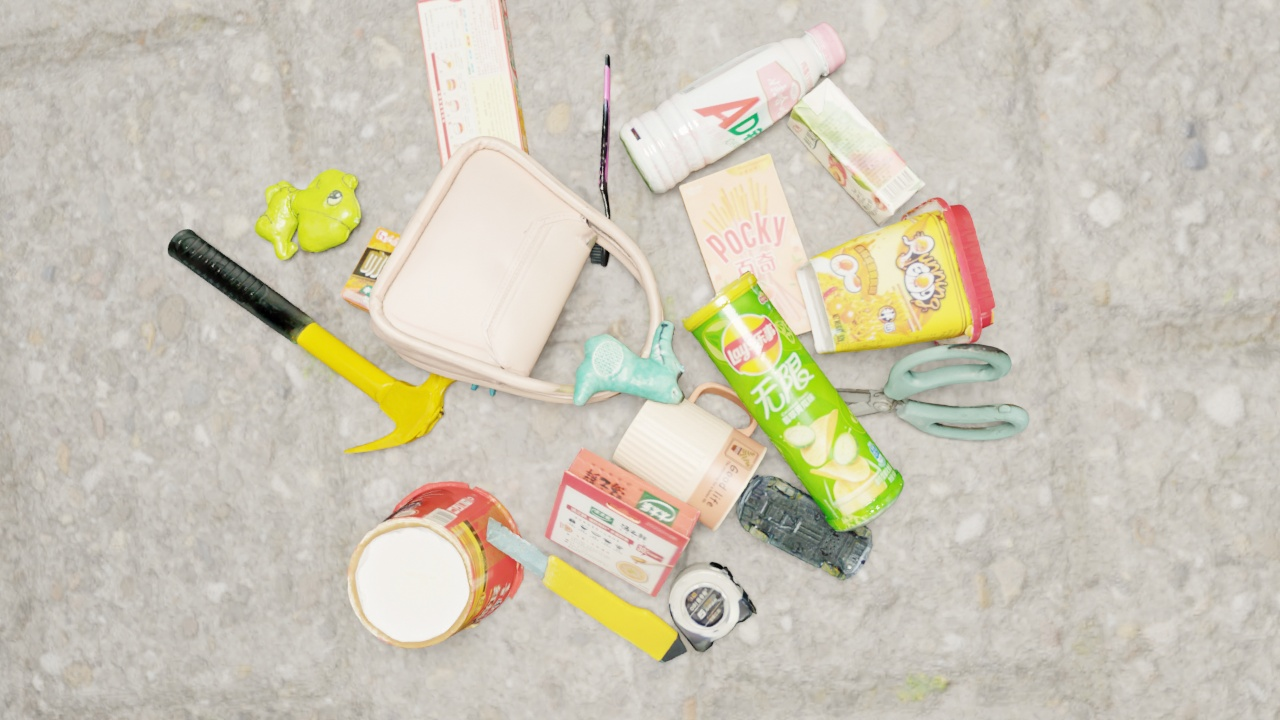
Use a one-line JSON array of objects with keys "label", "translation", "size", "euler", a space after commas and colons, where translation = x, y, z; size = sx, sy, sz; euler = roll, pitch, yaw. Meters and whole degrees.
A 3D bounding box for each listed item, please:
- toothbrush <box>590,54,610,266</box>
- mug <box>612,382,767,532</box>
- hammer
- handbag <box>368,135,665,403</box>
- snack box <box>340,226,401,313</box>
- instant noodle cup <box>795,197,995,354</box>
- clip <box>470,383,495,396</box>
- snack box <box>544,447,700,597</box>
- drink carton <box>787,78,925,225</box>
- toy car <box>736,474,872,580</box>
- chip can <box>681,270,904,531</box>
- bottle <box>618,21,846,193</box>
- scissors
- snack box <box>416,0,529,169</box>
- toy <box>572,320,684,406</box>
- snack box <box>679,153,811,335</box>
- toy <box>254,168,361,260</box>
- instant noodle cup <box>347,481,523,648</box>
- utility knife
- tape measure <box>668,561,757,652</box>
[{"label": "toothbrush", "translation": [-0.034, -0.178, 0.819], "size": [0.018, 0.014, 0.189], "euler": [1, 91, 17]}, {"label": "mug", "translation": [0.049, 0.070, 0.784], "size": [0.106, 0.082, 0.114], "euler": [33, 68, 7]}, {"label": "hammer", "translation": [-0.311, -0.025, 0.847], "size": [0.301, 0.033, 0.129], "euler": [35, 94, 5]}, {"label": "handbag", "translation": [-0.089, -0.057, 0.774], "size": [0.234, 0.093, 0.193], "euler": [26, 80, -3]}, {"label": "snack box", "translation": [-0.183, -0.056, 0.824], "size": [0.154, 0.026, 0.075], "euler": [24, 79, 7]}, {"label": "instant noodle cup", "translation": [0.198, -0.058, 0.734], "size": [0.123, 0.116, 0.116], "euler": [-15, 89, 0]}, {"label": "clip", "translation": [-0.136, 0.004, 0.834], "size": [0.047, 0.014, 0.057], "euler": [19, 90, 4]}, {"label": "snack box", "translation": [-0.015, 0.132, 0.766], "size": [0.113, 0.127, 0.044], "euler": [28, 53, 6]}, {"label": "drink carton", "translation": [0.181, -0.176, 0.771], "size": [0.045, 0.053, 0.122], "euler": [-41, 86, 2]}, {"label": "toy car", "translation": [0.141, 0.143, 0.791], "size": [0.120, 0.037, 0.054], "euler": [28, 93, -4]}, {"label": "chip can", "translation": [0.126, 0.035, 0.747], "size": [0.072, 0.072, 0.221], "euler": [-36, 89, 6]}, {"label": "bottle", "translation": [0.079, -0.219, 0.778], "size": [0.197, 0.068, 0.068], "euler": [-31, 87, 4]}, {"label": "scissors", "translation": [0.225, 0.022, 0.737], "size": [0.177, 0.171, 0.019], "euler": [7, 59, 13]}, {"label": "snack box", "translation": [-0.150, -0.250, 0.825], "size": [0.077, 0.027, 0.155], "euler": [-9, 90, 7]}, {"label": "toy", "translation": [-0.004, 0.004, 0.749], "size": [0.092, 0.030, 0.096], "euler": [17, 64, -8]}, {"label": "snack box", "translation": [0.098, -0.091, 0.796], "size": [0.084, 0.026, 0.157], "euler": [-19, 89, 7]}, {"label": "toy", "translation": [-0.303, -0.133, 0.845], "size": [0.100, 0.031, 0.097], "euler": [20, 93, 11]}, {"label": "instant noodle cup", "translation": [-0.182, 0.179, 0.795], "size": [0.138, 0.108, 0.138], "euler": [0, 90, 8]}, {"label": "utility knife", "translation": [-0.047, 0.199, 0.795], "size": [0.216, 0.015, 0.033], "euler": [37, 86, -13]}, {"label": "tape measure", "translation": [0.058, 0.210, 0.802], "size": [0.066, 0.033, 0.066], "euler": [-36, 89, 4]}]
